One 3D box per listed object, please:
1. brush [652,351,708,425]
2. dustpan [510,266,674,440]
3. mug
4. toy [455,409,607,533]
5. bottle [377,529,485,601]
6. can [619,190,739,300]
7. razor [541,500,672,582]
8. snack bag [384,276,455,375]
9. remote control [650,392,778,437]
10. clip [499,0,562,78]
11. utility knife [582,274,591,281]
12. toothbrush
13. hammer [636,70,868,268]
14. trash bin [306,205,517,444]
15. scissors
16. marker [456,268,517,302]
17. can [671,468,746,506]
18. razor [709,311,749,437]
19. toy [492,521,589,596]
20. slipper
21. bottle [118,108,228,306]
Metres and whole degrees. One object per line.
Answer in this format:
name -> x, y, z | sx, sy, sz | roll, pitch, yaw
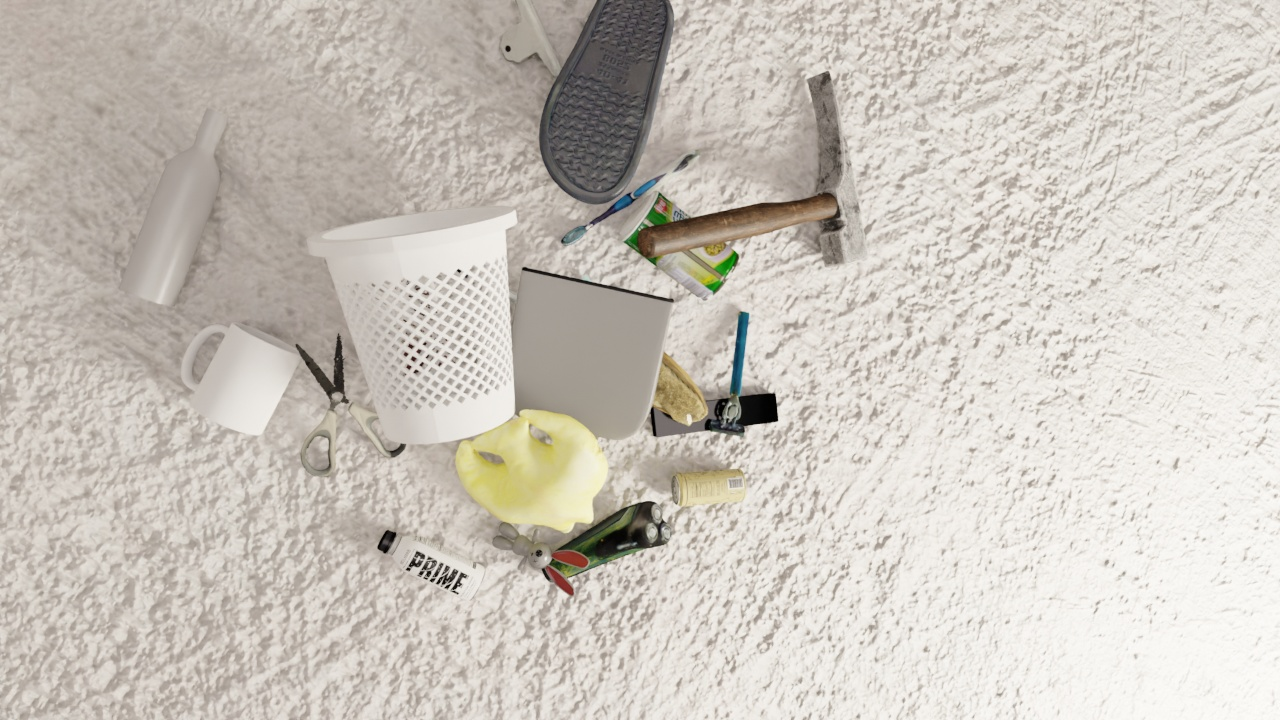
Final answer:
brush -> -0.006, 0.006, 1.010 | 0.195, 0.043, 0.059 | 38, 108, -6
dustpan -> -0.069, 0.041, 0.993 | 0.163, 0.033, 0.258 | 13, 101, 4
mug -> -0.410, 0.010, 0.923 | 0.110, 0.074, 0.090 | 27, 88, 13
toy -> -0.110, 0.122, 0.972 | 0.171, 0.064, 0.155 | -27, 115, 26
bottle -> -0.227, 0.217, 0.988 | 0.116, 0.041, 0.041 | 30, 87, -13
can -> 0.042, -0.127, 1.010 | 0.121, 0.067, 0.067 | 35, 86, -13
razor -> -0.040, 0.206, 1.019 | 0.151, 0.067, 0.054 | -25, 95, -2
snack bag -> -0.242, -0.067, 0.978 | 0.057, 0.013, 0.158 | -13, 97, -13
remote control -> 0.086, 0.062, 1.061 | 0.150, 0.013, 0.034 | -6, 91, -12
clip -> -0.118, -0.343, 0.978 | 0.051, 0.058, 0.102 | -31, 100, -34
utility knife -> -0.007, -0.026, 1.032 | 0.022, 0.015, 0.179 | -38, 102, -8
toothbrush -> -0.009, -0.182, 1.020 | 0.189, 0.017, 0.016 | -35, 99, -7
hammer -> 0.116, -0.189, 0.986 | 0.299, 0.037, 0.218 | -16, 98, -32
trash bin -> -0.204, -0.036, 0.898 | 0.195, 0.195, 0.200 | -11, 107, -12
scissors -> -0.310, 0.056, 0.949 | 0.157, 0.012, 0.166 | 32, 102, -31
marker -> -0.155, -0.077, 0.999 | 0.152, 0.011, 0.011 | 27, 88, -13
can -> 0.078, 0.146, 1.052 | 0.079, 0.038, 0.038 | -3, 95, -12
razor -> 0.110, 0.014, 1.049 | 0.042, 0.022, 0.144 | 10, 83, -12
toy -> -0.110, 0.213, 1.002 | 0.112, 0.030, 0.049 | 25, 88, 16
slipper -> -0.039, -0.282, 0.982 | 0.110, 0.083, 0.267 | 19, 72, -8
bottle -> -0.452, -0.153, 0.905 | 0.052, 0.052, 0.195 | 21, 89, -13
